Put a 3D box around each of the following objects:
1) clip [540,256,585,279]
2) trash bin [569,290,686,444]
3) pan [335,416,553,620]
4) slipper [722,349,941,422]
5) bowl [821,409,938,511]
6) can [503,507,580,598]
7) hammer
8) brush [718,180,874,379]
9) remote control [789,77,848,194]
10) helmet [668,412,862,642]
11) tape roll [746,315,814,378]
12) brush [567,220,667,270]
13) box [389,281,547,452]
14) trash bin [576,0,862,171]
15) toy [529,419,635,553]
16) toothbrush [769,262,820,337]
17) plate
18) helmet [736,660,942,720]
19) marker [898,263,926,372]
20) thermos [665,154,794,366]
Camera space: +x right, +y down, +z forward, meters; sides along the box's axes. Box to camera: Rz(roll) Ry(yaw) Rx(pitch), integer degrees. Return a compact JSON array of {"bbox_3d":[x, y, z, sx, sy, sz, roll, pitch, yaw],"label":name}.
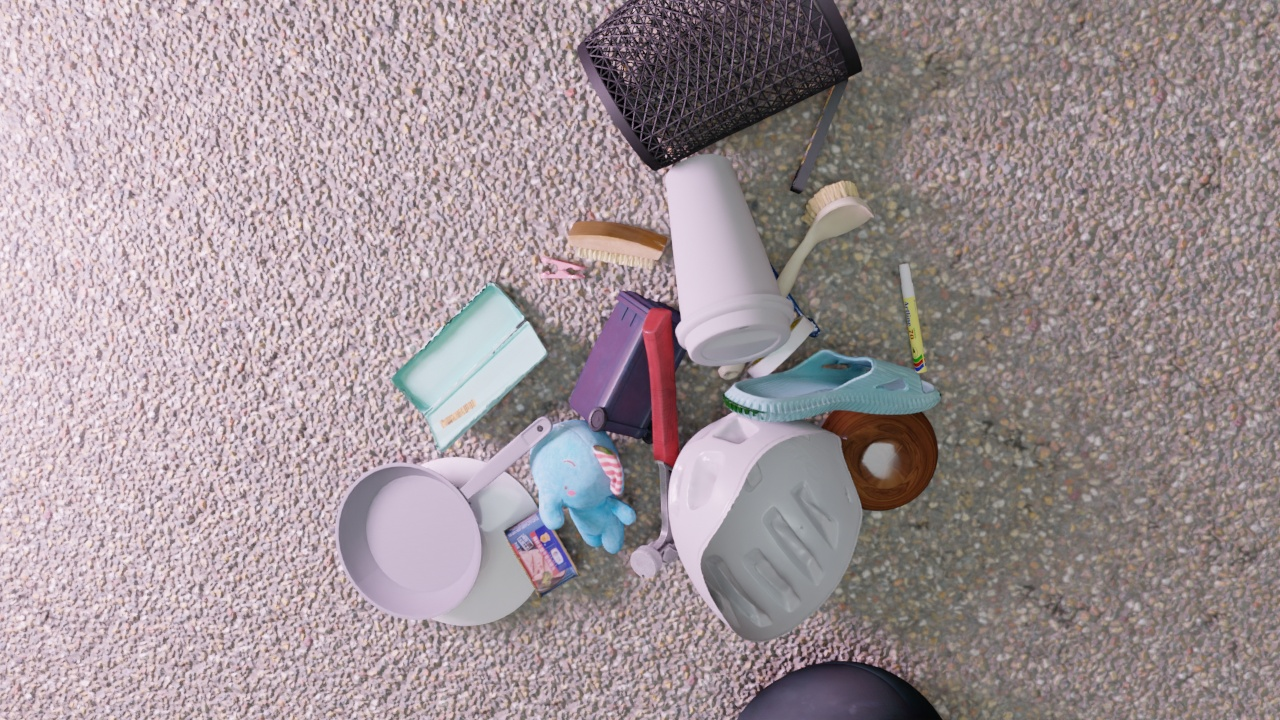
[{"bbox_3d":[-0.098,-0.107,1.132,0.060,0.023,0.044,30,104,2],"label":"clip"},{"bbox_3d":[-0.007,0.006,1.093,0.093,0.092,0.161,17,104,-42],"label":"trash bin"},{"bbox_3d":[-0.230,0.176,1.128,0.357,0.050,0.200,-40,86,16],"label":"pan"},{"bbox_3d":[0.218,0.023,1.034,0.275,0.116,0.069,-4,103,-27],"label":"slipper"},{"bbox_3d":[0.289,0.117,1.103,0.147,0.068,0.147,1,98,5],"label":"bowl"},{"bbox_3d":[-0.126,0.242,1.158,0.059,0.054,0.100,-29,97,-10],"label":"can"},{"bbox_3d":[0.030,0.090,1.070,0.036,0.125,0.316,11,116,31],"label":"hammer"},{"bbox_3d":[0.174,-0.091,1.077,0.062,0.077,0.272,29,99,-39],"label":"brush"},{"bbox_3d":[0.206,-0.259,1.063,0.013,0.058,0.133,21,98,2],"label":"remote control"},{"bbox_3d":[0.147,0.189,1.059,0.224,0.184,0.282,-36,111,-14],"label":"helmet"},{"bbox_3d":[0.165,-0.015,1.083,0.094,0.094,0.019,-44,90,9],"label":"tape roll"},{"bbox_3d":[-0.028,-0.139,1.108,0.117,0.049,0.039,11,121,2],"label":"brush"},{"bbox_3d":[-0.211,0.008,1.143,0.187,0.057,0.138,-41,75,10],"label":"box"},{"bbox_3d":[0.077,-0.341,0.997,0.244,0.216,0.217,-30,94,15],"label":"trash bin"},{"bbox_3d":[-0.078,0.159,1.110,0.184,0.114,0.181,7,117,46],"label":"toy"},{"bbox_3d":[0.159,-0.105,1.110,0.016,0.017,0.190,-36,93,4],"label":"toothbrush"},{"bbox_3d":[-0.237,0.240,1.189,0.229,0.030,0.229,1,98,5],"label":"plate"},{"bbox_3d":[0.213,0.491,1.080,0.316,0.249,0.235,-33,66,11],"label":"helmet"},{"bbox_3d":[0.327,-0.051,1.103,0.014,0.014,0.132,-11,97,7],"label":"marker"},{"bbox_3d":[0.089,-0.116,1.034,0.131,0.131,0.221,-14,69,7],"label":"thermos"}]
